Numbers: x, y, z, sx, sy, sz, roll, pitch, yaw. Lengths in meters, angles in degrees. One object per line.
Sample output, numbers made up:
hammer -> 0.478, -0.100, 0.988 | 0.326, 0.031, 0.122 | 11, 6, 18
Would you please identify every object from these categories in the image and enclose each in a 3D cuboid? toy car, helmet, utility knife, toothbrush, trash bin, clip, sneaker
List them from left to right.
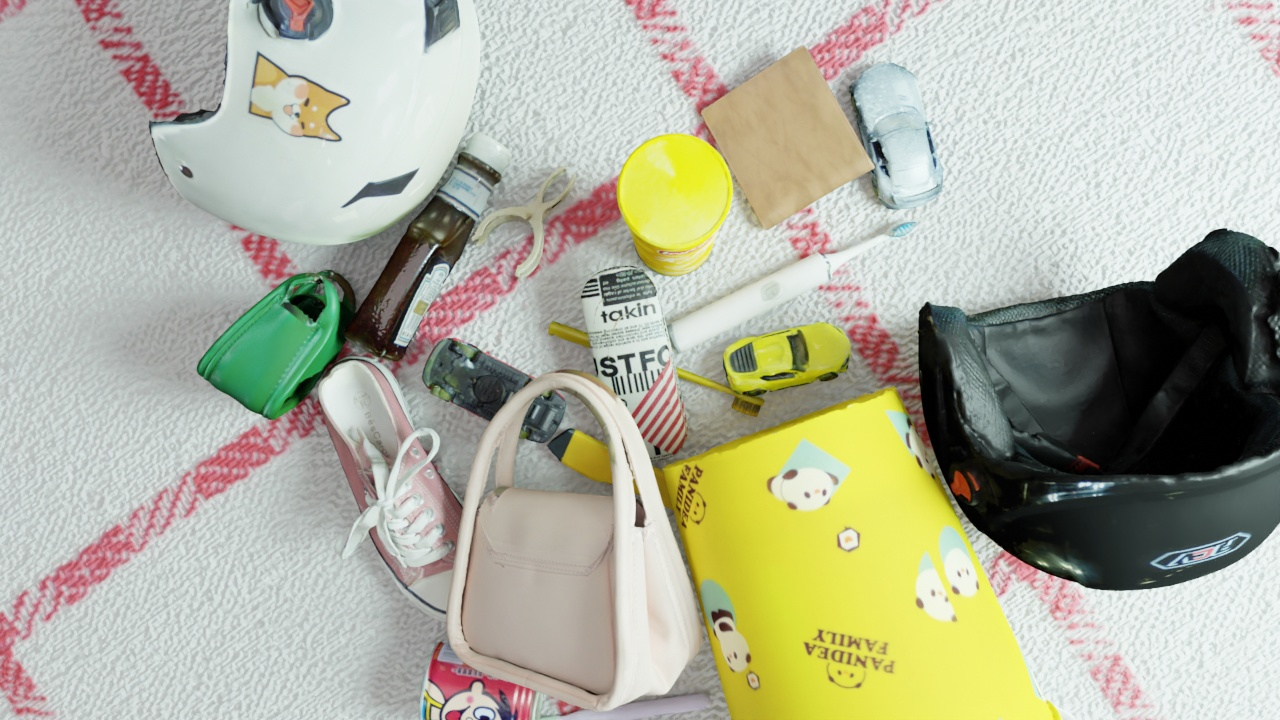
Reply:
helmet -> -0.205, -0.193, 0.673 | 0.157, 0.230, 0.274 | 38, 99, -9
sneaker -> -0.195, 0.110, 0.737 | 0.118, 0.088, 0.241 | -24, 94, 2
toy car -> -0.120, 0.025, 0.756 | 0.120, 0.045, 0.053 | 29, 90, -4
clip -> -0.102, -0.119, 0.759 | 0.095, 0.035, 0.102 | 14, 87, 0
toothbrush -> -0.034, 0.303, 0.772 | 0.189, 0.029, 0.021 | -11, 53, 1
utility knife -> -0.005, 0.098, 0.769 | 0.156, 0.015, 0.033 | 25, 98, 0
toothbrush -> 0.012, 0.007, 0.766 | 0.190, 0.015, 0.016 | 21, 98, 1
toy car -> 0.120, -0.004, 0.748 | 0.105, 0.032, 0.048 | -11, 71, 1
toothbrush -> 0.125, -0.064, 0.755 | 0.221, 0.026, 0.027 | -26, 100, 2
trash bin -> 0.145, 0.168, 0.671 | 0.229, 0.229, 0.255 | -20, 85, 2
toy car -> 0.209, -0.183, 0.746 | 0.054, 0.037, 0.120 | -15, 88, 2
helmet -> 0.323, 0.047, 0.635 | 0.233, 0.274, 0.230 | -15, 117, 7

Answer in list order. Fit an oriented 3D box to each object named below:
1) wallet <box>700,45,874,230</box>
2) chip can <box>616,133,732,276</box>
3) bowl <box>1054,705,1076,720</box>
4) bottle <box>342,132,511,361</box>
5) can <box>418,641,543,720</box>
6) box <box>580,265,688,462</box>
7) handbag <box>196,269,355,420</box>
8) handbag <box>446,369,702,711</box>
wallet -> 0.118, -0.180, 0.746 | 0.101, 0.020, 0.115 | -29, 87, 18
chip can -> 0.024, -0.103, 0.665 | 0.072, 0.213, 0.072 | 0, 90, 1
bowl -> 0.297, 0.320, 0.739 | 0.118, 0.064, 0.118 | 0, 91, 1
bottle -> -0.167, -0.092, 0.739 | 0.044, 0.080, 0.195 | 30, 88, 1
can -> -0.127, 0.270, 0.751 | 0.094, 0.066, 0.066 | 8, 91, 1
box -> -0.005, 0.006, 0.735 | 0.069, 0.052, 0.164 | -17, 101, -6
handbag -> -0.276, -0.019, 0.720 | 0.068, 0.131, 0.120 | 35, 88, -9
handbag -> -0.057, 0.124, 0.683 | 0.194, 0.093, 0.234 | -2, 92, 39
